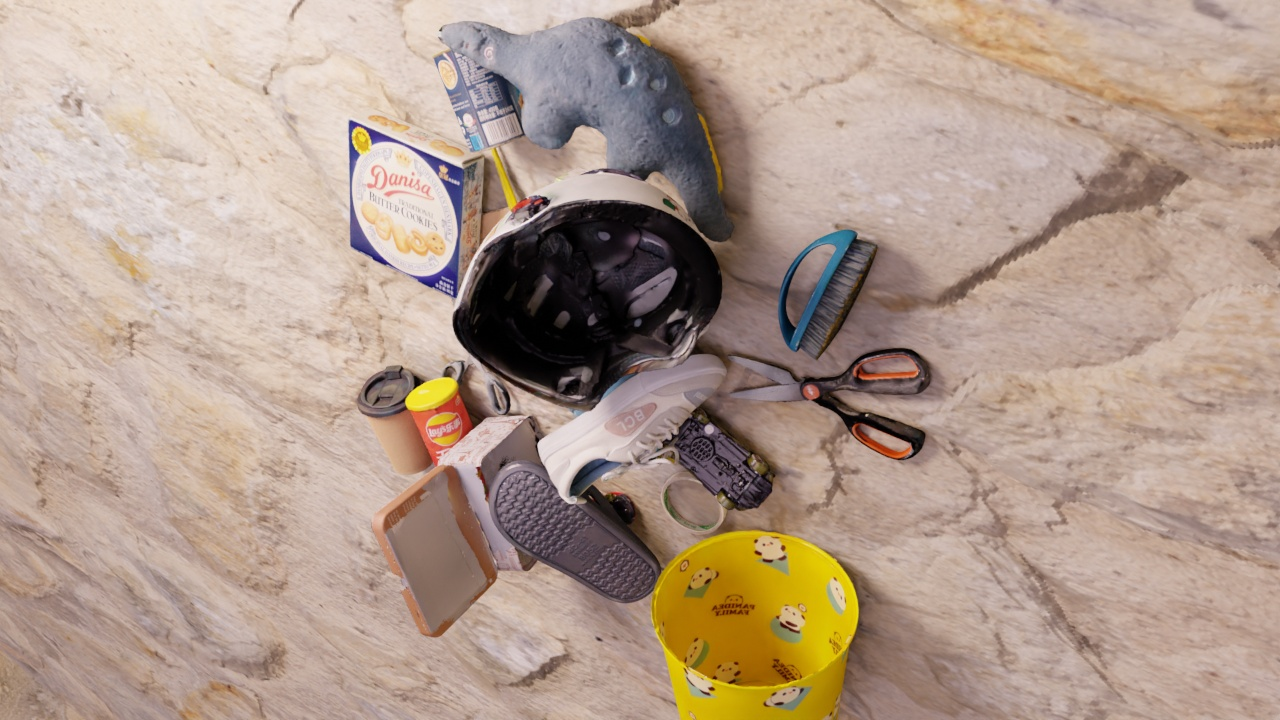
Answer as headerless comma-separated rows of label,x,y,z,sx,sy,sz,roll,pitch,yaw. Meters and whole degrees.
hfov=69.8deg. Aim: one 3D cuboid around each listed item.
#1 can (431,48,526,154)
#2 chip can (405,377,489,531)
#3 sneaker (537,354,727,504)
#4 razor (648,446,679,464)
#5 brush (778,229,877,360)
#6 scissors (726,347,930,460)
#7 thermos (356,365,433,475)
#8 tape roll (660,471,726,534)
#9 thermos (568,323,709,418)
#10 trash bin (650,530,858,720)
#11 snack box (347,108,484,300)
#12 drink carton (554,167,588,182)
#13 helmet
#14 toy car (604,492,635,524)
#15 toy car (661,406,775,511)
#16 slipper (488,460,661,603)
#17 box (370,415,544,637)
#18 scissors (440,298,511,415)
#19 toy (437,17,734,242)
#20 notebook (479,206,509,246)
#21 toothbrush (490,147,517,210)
can,-0.166,-0.283,0.980,0.075,0.075,0.111,-7,112,33
chip can,-0.249,0.133,1.255,0.073,0.073,0.217,0,120,30
sneaker,-0.002,0.082,1.029,0.243,0.089,0.090,-32,64,15
razor,0.075,0.134,1.106,0.132,0.028,0.043,28,83,13
brush,0.178,-0.069,0.914,0.073,0.055,0.144,29,128,11
scissors,0.205,0.045,0.984,0.225,0.021,0.204,-26,102,37
thermos,-0.336,0.087,1.287,0.093,0.092,0.143,9,129,26
tape roll,0.066,0.178,1.145,0.086,0.013,0.086,14,123,23
thermos,-0.006,0.006,1.061,0.070,0.070,0.221,44,130,2
trash bin,0.137,0.374,1.091,0.230,0.228,0.256,11,126,25
snack box,-0.274,-0.188,1.111,0.178,0.045,0.183,26,127,21
drink carton,-0.075,-0.148,1.018,0.045,0.053,0.123,23,125,18
helmet,-0.053,-0.089,0.921,0.230,0.156,0.275,35,123,-29
toy car,-0.056,0.205,1.220,0.106,0.031,0.049,-21,104,23
toy car,0.086,0.110,1.070,0.158,0.042,0.070,42,104,10
slipper,-0.085,0.211,1.172,0.111,0.083,0.268,-43,114,14
box,-0.208,0.203,1.162,0.082,0.259,0.177,-5,113,33
scissors,-0.215,-0.002,1.202,0.159,0.014,0.182,48,134,-1
toy,-0.034,-0.255,0.901,0.356,0.091,0.138,32,127,-5
notebook,-0.146,-0.084,1.123,0.150,0.012,0.211,-7,112,34
toothbrush,-0.152,-0.186,1.050,0.016,0.016,0.190,-11,103,37
